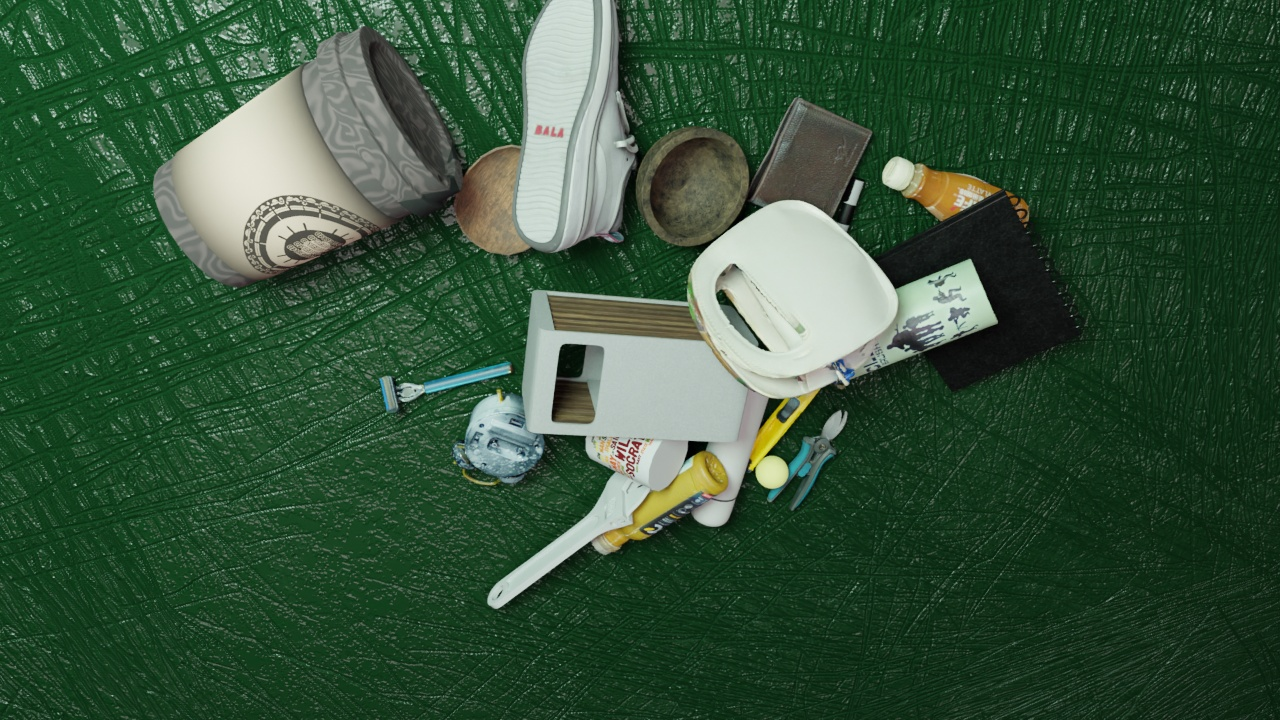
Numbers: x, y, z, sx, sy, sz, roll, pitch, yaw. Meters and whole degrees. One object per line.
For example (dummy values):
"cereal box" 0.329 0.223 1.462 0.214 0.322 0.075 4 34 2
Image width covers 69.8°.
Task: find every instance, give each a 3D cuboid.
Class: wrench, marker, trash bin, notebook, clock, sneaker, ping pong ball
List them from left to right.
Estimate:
"clock" -0.159 0.094 1.039 0.090 0.052 0.130 23 114 -20
"wrench" -0.088 0.214 1.110 0.274 0.086 0.018 -38 116 20
"sneaker" -0.045 -0.234 0.891 0.128 0.097 0.263 -5 104 -53
"trash bin" -0.006 0.006 0.992 0.228 0.114 0.115 4 114 -12
"ping pong ball" 0.162 0.137 1.127 0.040 0.040 0.040 -4 115 -9
"marker" 0.219 -0.135 1.023 0.016 0.016 0.141 9 113 -15
"notebook" 0.385 -0.072 1.041 0.169 0.019 0.231 -28 125 23

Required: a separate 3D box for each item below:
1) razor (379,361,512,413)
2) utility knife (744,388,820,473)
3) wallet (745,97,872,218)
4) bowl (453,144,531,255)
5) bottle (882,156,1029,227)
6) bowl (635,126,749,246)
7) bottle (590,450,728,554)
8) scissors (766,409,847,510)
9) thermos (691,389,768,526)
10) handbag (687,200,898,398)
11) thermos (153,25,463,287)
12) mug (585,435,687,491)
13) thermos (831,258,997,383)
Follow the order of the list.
"razor" -0.213 0.024 1.017 0.144 0.022 0.042 -13 80 -9
"utility knife" 0.181 0.054 1.104 0.030 0.018 0.207 40 101 11
"wallet" 0.180 -0.206 0.976 0.099 0.031 0.120 18 109 -21
"bowl" -0.134 -0.166 0.937 0.102 0.026 0.114 37 103 -23
"bottle" 0.341 -0.177 1.002 0.167 0.059 0.059 19 110 -16
"bowl" 0.045 -0.184 0.942 0.121 0.056 0.121 -12 121 -21
"bottle" 0.018 0.174 1.089 0.187 0.053 0.053 -36 117 26
"scissors" 0.206 0.126 1.142 0.148 0.019 0.132 -17 118 -1
"thermos" 0.108 0.096 1.091 0.052 0.052 0.224 8 113 -14
"handbag" 0.143 -0.051 0.940 0.199 0.200 0.093 -27 158 -25
"thermos" -0.301 -0.173 0.832 0.226 0.172 0.173 -26 117 9
"mug" 0.002 0.098 1.047 0.105 0.090 0.073 24 89 -60
"thermos" 0.265 -0.035 1.017 0.232 0.082 0.082 -23 118 21
